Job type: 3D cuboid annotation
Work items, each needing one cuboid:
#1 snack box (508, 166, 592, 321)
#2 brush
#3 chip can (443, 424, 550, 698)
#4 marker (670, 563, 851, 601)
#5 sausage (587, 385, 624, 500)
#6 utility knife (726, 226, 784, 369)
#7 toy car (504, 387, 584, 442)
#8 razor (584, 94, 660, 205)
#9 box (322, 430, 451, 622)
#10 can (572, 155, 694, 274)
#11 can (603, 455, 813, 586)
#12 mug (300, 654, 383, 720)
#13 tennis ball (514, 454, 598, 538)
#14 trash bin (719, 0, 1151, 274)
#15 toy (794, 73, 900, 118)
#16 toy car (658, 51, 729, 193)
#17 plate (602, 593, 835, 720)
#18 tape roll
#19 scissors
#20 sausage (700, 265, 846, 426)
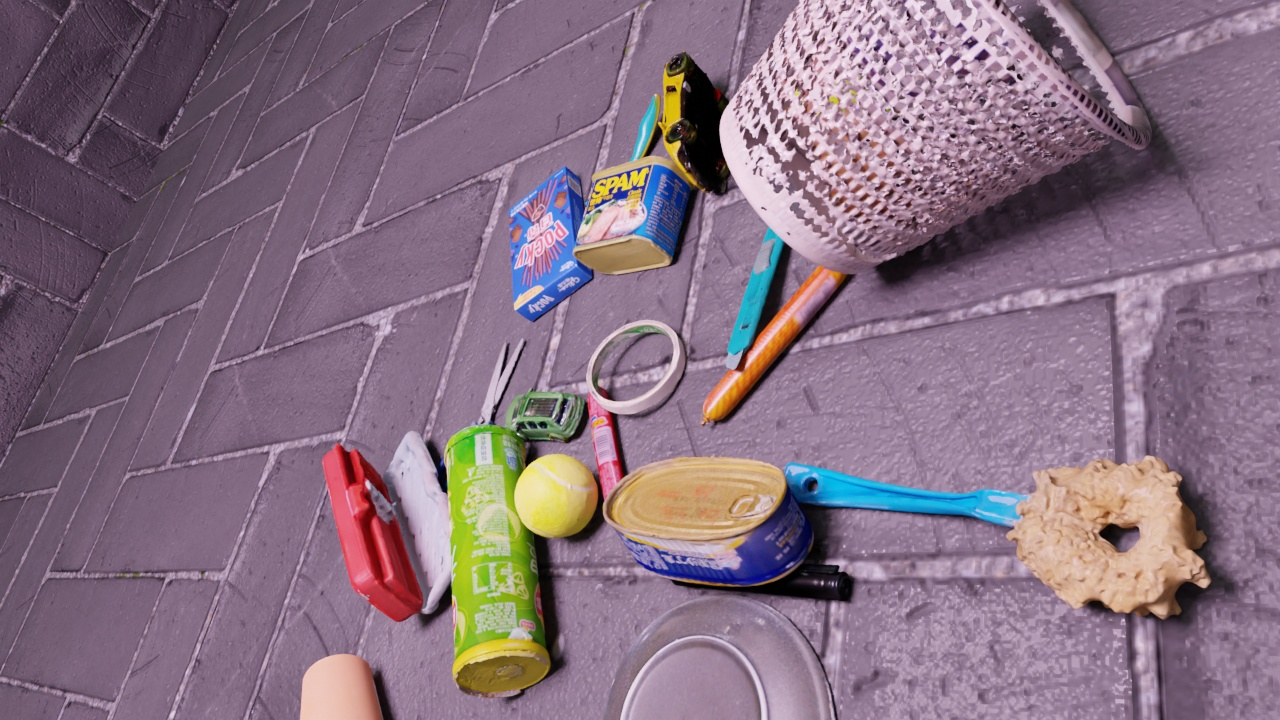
[{"bbox_3d":[-0.094,-0.122,0.937,0.085,0.026,0.157,-33,44,25],"label":"snack box"},{"bbox_3d":[0.180,0.084,0.515,0.255,0.046,0.083,2,69,50],"label":"brush"},{"bbox_3d":[-0.119,0.151,0.739,0.073,0.072,0.221,-35,43,23],"label":"chip can"},{"bbox_3d":[0.073,0.140,0.592,0.132,0.022,0.020,-7,25,42],"label":"marker"},{"bbox_3d":[-0.026,0.077,0.737,0.020,0.020,0.155,-35,43,23],"label":"sausage"},{"bbox_3d":[0.091,-0.060,0.702,0.029,0.013,0.164,-23,39,52],"label":"utility knife"},{"bbox_3d":[-0.088,0.047,0.809,0.091,0.036,0.043,-7,61,47],"label":"toy car"},{"bbox_3d":[-0.012,-0.203,0.908,0.132,0.028,0.043,-60,8,-1],"label":"razor"},{"bbox_3d":[-0.218,0.138,0.848,0.098,0.095,0.201,-37,39,-3],"label":"box"},{"bbox_3d":[-0.008,-0.129,0.832,0.102,0.057,0.083,-5,63,44],"label":"can"},{"bbox_3d":[0.042,0.105,0.605,0.148,0.049,0.074,-6,35,45],"label":"can"},{"bbox_3d":[-0.247,0.309,0.762,0.078,0.078,0.122,-47,35,11],"label":"mug"},{"bbox_3d":[-0.066,0.106,0.721,0.066,0.065,0.065,-25,48,32],"label":"tennis ball"},{"bbox_3d":[0.165,-0.166,0.581,0.193,0.227,0.227,-40,40,37],"label":"trash bin"},{"bbox_3d":[0.155,-0.202,0.727,0.097,0.031,0.100,-7,38,14],"label":"toy"},{"bbox_3d":[0.046,-0.212,0.823,0.041,0.071,0.155,-23,50,31],"label":"toy car"},{"bbox_3d":[0.036,0.230,0.567,0.180,0.024,0.179,-26,47,32],"label":"plate"},{"bbox_3d":[-0.004,0.004,0.755,0.086,0.014,0.085,-18,49,21],"label":"tape roll"},{"bbox_3d":[-0.157,0.058,0.889,0.141,0.012,0.170,-34,43,24],"label":"scissors"},{"bbox_3d":[0.098,-0.015,0.673,0.165,0.021,0.021,-50,40,7],"label":"sausage"}]
